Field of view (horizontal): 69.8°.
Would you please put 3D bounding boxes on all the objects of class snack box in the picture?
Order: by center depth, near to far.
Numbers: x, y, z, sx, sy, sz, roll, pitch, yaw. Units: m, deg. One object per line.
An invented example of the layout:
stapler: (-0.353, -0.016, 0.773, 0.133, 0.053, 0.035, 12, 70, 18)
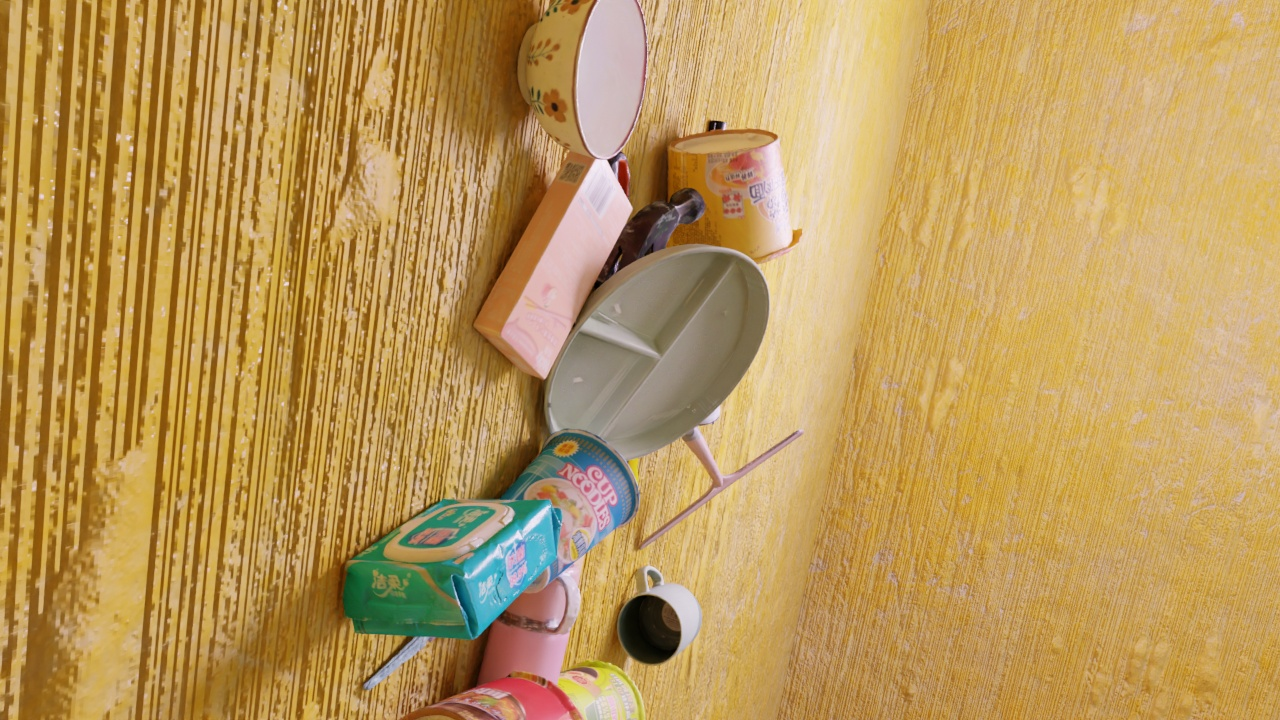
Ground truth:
snack box: (-0.060, -0.072, 0.677, 0.157, 0.026, 0.084, -63, 155, -14)

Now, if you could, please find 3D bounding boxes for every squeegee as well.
squeegee: (0.058, 0.087, 1.029, 0.247, 0.040, 0.250, -35, 129, -4)

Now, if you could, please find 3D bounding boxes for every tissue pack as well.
tissue pack: (-0.115, 0.126, 0.583, 0.133, 0.093, 0.050, -33, 117, -64)

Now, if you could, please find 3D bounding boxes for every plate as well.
plate: (0.014, -0.004, 0.794, 0.229, 0.027, 0.231, -24, 140, -22)

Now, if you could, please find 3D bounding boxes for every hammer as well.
hammer: (-0.005, 0.005, 0.858, 0.125, 0.032, 0.324, -36, 144, -45)

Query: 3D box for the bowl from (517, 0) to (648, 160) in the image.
bowl: (-0.044, -0.197, 0.622, 0.113, 0.062, 0.113, 13, 89, -69)

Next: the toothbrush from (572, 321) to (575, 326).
toothbrush: (-0.055, -0.001, 0.799, 0.189, 0.018, 0.014, 78, 32, -57)

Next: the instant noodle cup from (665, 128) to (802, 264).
instant noodle cup: (0.085, -0.166, 0.911, 0.137, 0.138, 0.110, -47, 137, -55)

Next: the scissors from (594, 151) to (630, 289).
scissors: (-0.022, -0.083, 0.817, 0.229, 0.022, 0.189, 45, 60, -67)

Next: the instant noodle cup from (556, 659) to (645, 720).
instant noodle cup: (-0.069, 0.334, 0.844, 0.123, 0.112, 0.111, 35, 69, -61)

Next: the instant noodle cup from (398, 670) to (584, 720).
instant noodle cup: (-0.115, 0.298, 0.651, 0.108, 0.138, 0.138, 25, 78, -62)

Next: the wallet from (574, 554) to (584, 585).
wallet: (-0.068, 0.162, 0.850, 0.087, 0.024, 0.115, -15, 118, -74)

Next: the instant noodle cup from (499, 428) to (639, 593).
instant noodle cup: (-0.070, 0.123, 0.723, 0.109, 0.099, 0.099, -42, 141, -47)

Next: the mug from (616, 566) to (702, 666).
mug: (0.023, 0.306, 1.125, 0.106, 0.082, 0.111, 13, 59, -70)

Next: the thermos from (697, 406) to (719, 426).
thermos: (0.068, -0.035, 1.035, 0.070, 0.070, 0.221, -44, 143, -57)

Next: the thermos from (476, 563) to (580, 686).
thermos: (-0.094, 0.261, 0.748, 0.067, 0.087, 0.198, 16, 88, -36)

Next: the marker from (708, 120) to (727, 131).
marker: (0.077, -0.200, 1.023, 0.022, 0.020, 0.132, -7, 109, -52)

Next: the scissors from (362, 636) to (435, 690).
scissors: (-0.151, 0.194, 0.652, 0.133, 0.017, 0.056, -32, 138, -59)
